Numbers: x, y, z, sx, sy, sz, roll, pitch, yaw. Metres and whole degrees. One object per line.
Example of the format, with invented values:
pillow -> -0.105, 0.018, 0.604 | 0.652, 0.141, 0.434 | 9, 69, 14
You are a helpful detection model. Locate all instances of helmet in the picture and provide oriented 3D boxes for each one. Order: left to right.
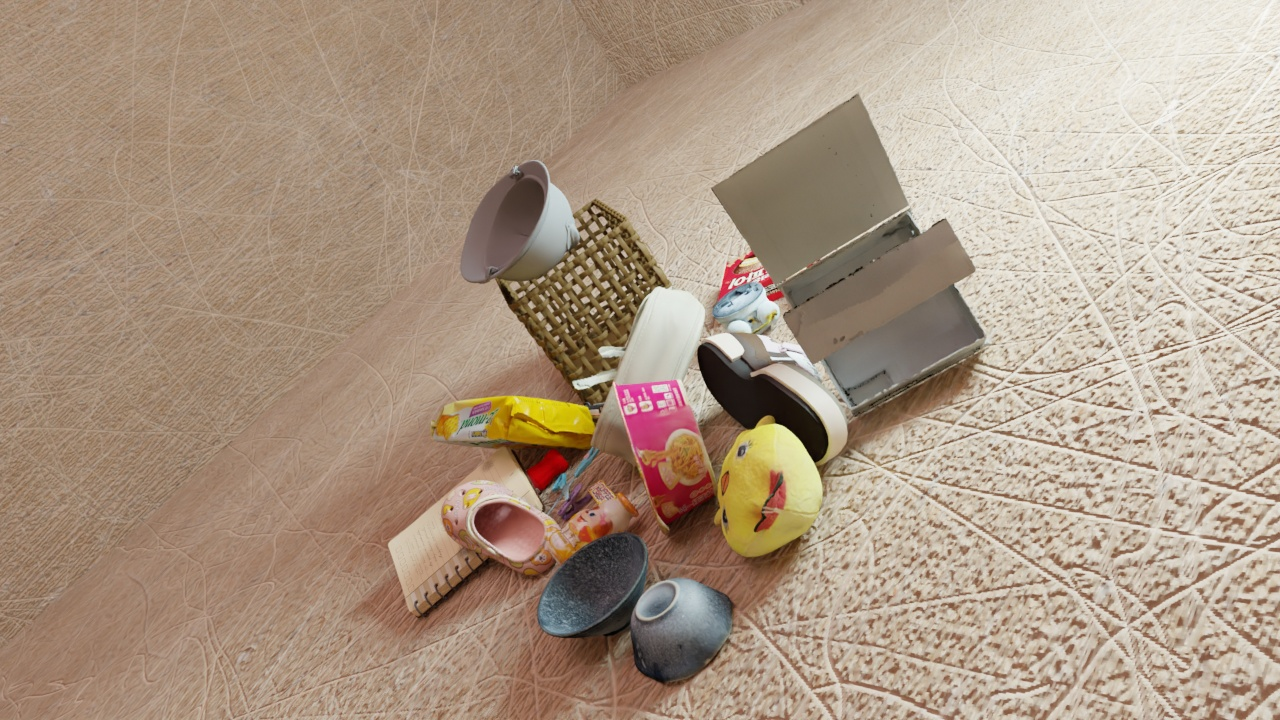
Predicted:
helmet -> -0.161, -0.184, 1.363 | 0.272, 0.117, 0.183 | -11, 63, 56

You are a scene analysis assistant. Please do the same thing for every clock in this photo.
clock -> 0.152, -0.065, 1.310 | 0.083, 0.057, 0.117 | -33, 22, 5

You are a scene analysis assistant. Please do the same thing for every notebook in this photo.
notebook -> -0.243, 0.233, 1.267 | 0.225, 0.024, 0.167 | -40, 37, -1

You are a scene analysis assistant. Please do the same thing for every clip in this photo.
clip -> -0.088, 0.186, 1.202 | 0.051, 0.032, 0.013 | -44, 23, -14

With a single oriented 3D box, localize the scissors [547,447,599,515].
scissors -> -0.099, 0.163, 1.245 | 0.134, 0.015, 0.130 | -49, 8, -31

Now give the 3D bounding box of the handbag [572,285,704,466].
handbag -> -0.007, 0.007, 1.207 | 0.184, 0.132, 0.229 | -81, 14, -82

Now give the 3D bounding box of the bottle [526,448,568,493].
bottle -> -0.157, 0.176, 1.304 | 0.119, 0.036, 0.036 | -40, 23, -10

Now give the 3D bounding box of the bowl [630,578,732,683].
bowl -> 0.030, 0.246, 0.875 | 0.110, 0.055, 0.110 | -30, 23, 13

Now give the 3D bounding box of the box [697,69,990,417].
box -> 0.213, -0.107, 0.932 | 0.167, 0.330, 0.164 | -31, 36, 12

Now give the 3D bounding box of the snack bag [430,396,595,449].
snack bag -> -0.186, 0.094, 1.355 | 0.248, 0.159, 0.068 | -8, 74, 49

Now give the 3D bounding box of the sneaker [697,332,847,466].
sneaker -> 0.176, 0.031, 1.056 | 0.116, 0.112, 0.294 | -20, 19, -14

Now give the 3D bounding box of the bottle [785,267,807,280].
bottle -> 0.241, -0.104, 1.277 | 0.044, 0.044, 0.109 | -37, 22, -4

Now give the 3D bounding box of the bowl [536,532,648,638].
bowl -> -0.036, 0.249, 0.959 | 0.137, 0.057, 0.137 | -30, 23, 14

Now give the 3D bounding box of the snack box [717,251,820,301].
snack box -> 0.200, -0.138, 1.412 | 0.152, 0.036, 0.132 | -25, 25, 26

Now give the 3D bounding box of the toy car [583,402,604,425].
toy car -> -0.059, 0.081, 1.351 | 0.039, 0.039, 0.113 | -23, 9, -40

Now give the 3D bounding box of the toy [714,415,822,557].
toy -> 0.122, 0.126, 0.936 | 0.207, 0.092, 0.134 | -138, 65, -74

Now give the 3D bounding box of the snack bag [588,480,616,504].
snack bag -> -0.043, 0.176, 1.162 | 0.026, 0.020, 0.099 | -37, 23, -7

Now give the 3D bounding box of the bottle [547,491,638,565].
bottle -> -0.053, 0.201, 1.071 | 0.108, 0.063, 0.063 | -40, 23, -7

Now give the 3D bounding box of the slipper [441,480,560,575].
slipper -> -0.185, 0.201, 1.166 | 0.197, 0.081, 0.093 | 17, 67, 35

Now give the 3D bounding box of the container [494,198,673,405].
container -> -0.076, -0.098, 1.494 | 0.219, 0.214, 0.251 | -37, 22, -1

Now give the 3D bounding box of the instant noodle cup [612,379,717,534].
instant noodle cup -> 0.032, 0.097, 1.038 | 0.077, 0.179, 0.178 | -19, 23, 0
